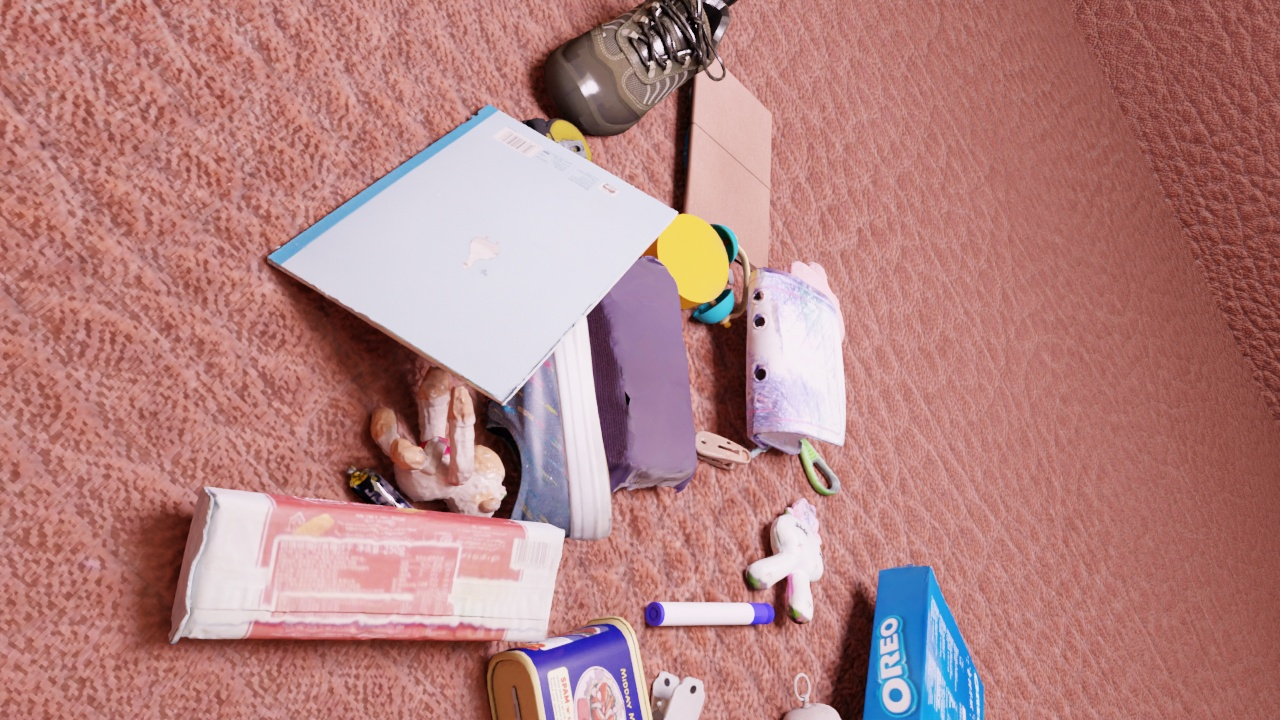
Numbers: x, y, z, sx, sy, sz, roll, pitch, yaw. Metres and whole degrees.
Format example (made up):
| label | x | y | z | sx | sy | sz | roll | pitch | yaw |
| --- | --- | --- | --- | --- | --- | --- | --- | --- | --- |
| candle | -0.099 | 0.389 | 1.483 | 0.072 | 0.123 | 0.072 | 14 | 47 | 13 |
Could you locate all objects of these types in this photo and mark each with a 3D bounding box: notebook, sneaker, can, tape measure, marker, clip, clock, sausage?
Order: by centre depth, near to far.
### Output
| label | x | y | z | sx | sy | sz | roll | pitch | yaw |
| --- | --- | --- | --- | --- | --- | --- | --- | --- | --- |
| sausage | -0.134 | 0.123 | 0.595 | 0.155 | 0.020 | 0.020 | 52 | 44 | -19 |
| can | -0.046 | 0.241 | 0.617 | 0.092 | 0.057 | 0.116 | -1 | 76 | -46 |
| notebook | -0.102 | -0.090 | 0.648 | 0.181 | 0.009 | 0.252 | 31 | 46 | 8 |
| sneaker | -0.077 | 0.018 | 0.671 | 0.079 | 0.088 | 0.235 | -6 | 73 | -13 |
| clip | 0.022 | 0.271 | 0.711 | 0.101 | 0.046 | 0.055 | 31 | 61 | -36 |
| marker | 0.060 | 0.212 | 0.768 | 0.141 | 0.020 | 0.020 | 14 | 65 | -42 |
| tape measure | -0.068 | -0.173 | 0.770 | 0.061 | 0.034 | 0.061 | -21 | 91 | -50 |
| clock | 0.159 | 0.348 | 0.788 | 0.103 | 0.061 | 0.157 | -7 | 82 | -49 |
| clip | 0.074 | 0.083 | 0.825 | 0.059 | 0.052 | 0.026 | 63 | 33 | -51 |
| sneaker | 0.025 | -0.285 | 0.830 | 0.101 | 0.143 | 0.237 | 57 | 43 | -15 |
| clock | 0.053 | -0.088 | 0.858 | 0.129 | 0.044 | 0.099 | 18 | 68 | -32 |
| notebook | 0.094 | -0.208 | 0.959 | 0.141 | 0.008 | 0.208 | 28 | 58 | -44 |

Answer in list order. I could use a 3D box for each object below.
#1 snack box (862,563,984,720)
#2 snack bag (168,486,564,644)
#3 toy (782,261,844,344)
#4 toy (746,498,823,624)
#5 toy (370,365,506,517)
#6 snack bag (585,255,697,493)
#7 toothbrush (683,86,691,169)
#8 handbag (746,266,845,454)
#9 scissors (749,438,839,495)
| label | x | y | z | sx | sy | sz | roll | pitch | yaw |
| --- | --- | --- | --- | --- | --- | --- | --- | --- | --- |
| snack box | 0.273 | 0.347 | 0.867 | 0.195 | 0.056 | 0.238 | 61 | 32 | -26 |
| snack bag | -0.149 | 0.125 | 0.538 | 0.225 | 0.041 | 0.077 | 14 | 85 | -36 |
| toy | 0.188 | -0.064 | 0.991 | 0.108 | 0.053 | 0.104 | 60 | 31 | -11 |
| toy | 0.144 | 0.180 | 0.857 | 0.079 | 0.038 | 0.122 | 45 | 44 | -16 |
| toy | -0.119 | 0.065 | 0.592 | 0.074 | 0.085 | 0.106 | -40 | 116 | -25 |
| snack bag | -0.005 | 0.004 | 0.748 | 0.096 | 0.059 | 0.205 | 6 | 74 | -44 |
| toothbrush | 0.055 | -0.230 | 0.940 | 0.022 | 0.017 | 0.135 | 24 | 61 | -40 |
| handbag | 0.138 | 0.003 | 0.873 | 0.126 | 0.069 | 0.158 | 21 | 65 | -51 |
| scissors | 0.157 | 0.065 | 0.937 | 0.171 | 0.023 | 0.171 | 54 | 49 | -19 |
